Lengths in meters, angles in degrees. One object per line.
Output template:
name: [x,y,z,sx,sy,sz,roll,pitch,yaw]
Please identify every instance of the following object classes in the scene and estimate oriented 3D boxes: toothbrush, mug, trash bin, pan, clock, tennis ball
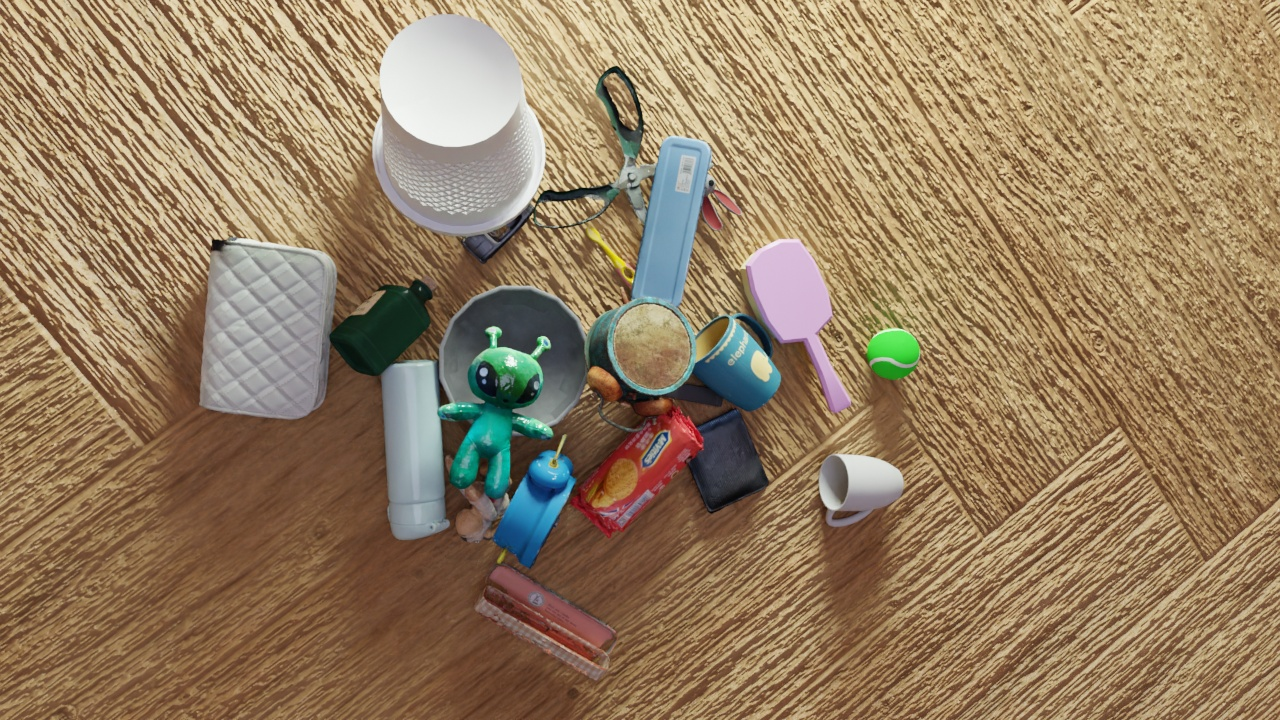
toothbrush: [-0.020,-0.112,1.122,0.021,0.016,0.135,-45,103,-7]
mug: [0.123,-0.003,1.129,0.104,0.085,0.112,42,57,-17]
trash bin: [-0.194,-0.252,0.966,0.195,0.200,0.195,1,82,-8]
pan: [-0.066,0.016,1.110,0.357,0.041,0.178,11,93,-17]
clock: [-0.117,0.163,1.074,0.060,0.117,0.161,26,88,1]
tennis ball: [0.321,-0.008,1.167,0.065,0.065,0.065,-1,94,-11]
clock: [-0.006,0.007,1.064,0.121,0.073,0.157,24,70,-21]
mug: [0.281,0.172,1.178,0.089,0.071,0.107,4,121,-20]

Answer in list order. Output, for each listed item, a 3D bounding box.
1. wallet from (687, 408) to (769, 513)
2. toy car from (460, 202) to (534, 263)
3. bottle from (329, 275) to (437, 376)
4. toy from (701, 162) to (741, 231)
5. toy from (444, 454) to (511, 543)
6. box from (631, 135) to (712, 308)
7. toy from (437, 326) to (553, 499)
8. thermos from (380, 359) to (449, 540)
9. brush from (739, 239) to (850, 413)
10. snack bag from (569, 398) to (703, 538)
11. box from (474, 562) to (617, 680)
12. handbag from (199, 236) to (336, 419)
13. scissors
wallet: [0.105,0.128,1.156,0.089,0.026,0.115,-25,98,-7]
toy car: [-0.166,-0.158,1.078,0.092,0.037,0.040,-46,100,-5]
bottle: [-0.281,-0.048,1.041,0.131,0.061,0.061,-51,130,-29]
toy: [0.077,-0.215,1.125,0.049,0.030,0.111,-37,101,-12]
toy: [-0.197,0.169,1.087,0.074,0.085,0.106,-13,121,-41]
box: [0.037,-0.163,1.105,0.066,0.037,0.209,11,93,2]
toy: [-0.162,0.055,1.033,0.130,0.072,0.193,18,82,-19]
thermos: [-0.263,0.104,1.064,0.078,0.065,0.207,1,95,27]
brush: [0.203,-0.041,1.153,0.089,0.043,0.229,-27,98,-8]
snack bag: [0.000,0.132,1.106,0.082,0.082,0.176,43,93,-10]
box: [-0.112,0.318,1.118,0.187,0.085,0.049,34,120,-13]
handbag: [-0.415,-0.035,1.024,0.139,0.072,0.195,7,93,-3]
scissors: [-0.051,-0.239,1.098,0.201,0.015,0.201,-21,96,-18]
